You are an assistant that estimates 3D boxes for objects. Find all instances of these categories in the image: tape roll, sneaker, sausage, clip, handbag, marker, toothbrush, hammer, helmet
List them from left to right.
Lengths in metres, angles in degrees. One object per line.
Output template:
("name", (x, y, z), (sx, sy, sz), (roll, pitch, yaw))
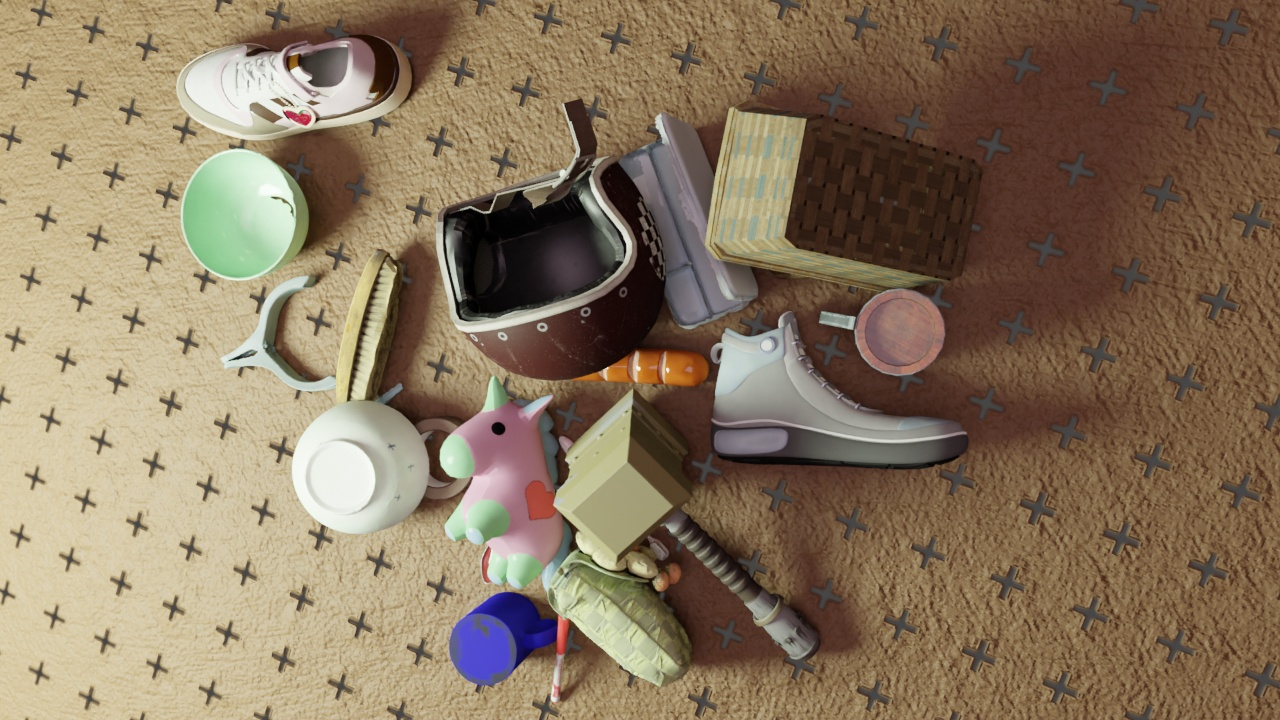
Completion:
("sneaker", (-0.419, -0.319, 1.047), (0.294, 0.116, 0.111), (2, 93, 13))
("clip", (-0.423, -0.045, 1.107), (0.169, 0.031, 0.164), (11, 93, 11))
("tape roll", (-0.231, 0.112, 1.067), (0.094, 0.030, 0.093), (1, 93, 13))
("helmet", (-0.083, -0.107, 0.913), (0.234, 0.233, 0.253), (-11, 105, 23))
("marker", (-0.090, 0.334, 1.024), (0.013, 0.012, 0.142), (15, 122, 12))
("toothbrush", (-0.032, 0.153, 1.030), (0.016, 0.018, 0.181), (-43, 82, 8))
("handbag", (-0.007, 0.256, 0.984), (0.186, 0.113, 0.117), (42, 98, 5))
("sausage", (-0.006, 0.006, 1.002), (0.164, 0.044, 0.039), (3, 103, 16))
("hammer", (0.068, 0.196, 0.951), (0.101, 0.190, 0.325), (-43, 100, 11))
("sneaker", (0.194, 0.029, 0.929), (0.257, 0.093, 0.160), (-2, 82, 24))

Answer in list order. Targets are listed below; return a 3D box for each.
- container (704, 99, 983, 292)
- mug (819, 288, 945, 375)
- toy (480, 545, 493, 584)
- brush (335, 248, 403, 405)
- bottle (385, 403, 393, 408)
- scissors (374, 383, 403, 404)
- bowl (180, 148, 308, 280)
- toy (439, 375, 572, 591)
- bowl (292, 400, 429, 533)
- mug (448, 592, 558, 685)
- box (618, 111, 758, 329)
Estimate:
("container", (0.181, -0.154, 0.896), (0.249, 0.186, 0.157), (8, 95, -25))
("mug", (0.236, -0.032, 0.912), (0.117, 0.111, 0.081), (12, 95, 12))
("toy", (-0.166, 0.197, 1.056), (0.049, 0.030, 0.111), (-7, 89, -14))
("brush", (-0.314, -0.032, 1.066), (0.043, 0.059, 0.195), (15, 95, 1))
("bottle", (-0.312, 0.113, 1.081), (0.040, 0.040, 0.130), (18, 96, 12))
("scissors", (-0.336, 0.070, 1.102), (0.136, 0.015, 0.055), (-37, 86, 6))
("bowl", (-0.453, -0.168, 1.082), (0.151, 0.077, 0.151), (1, 93, 13))
("toy", (-0.133, 0.142, 1.009), (0.120, 0.170, 0.222), (-6, 128, 49))
("bowl", (-0.321, 0.124, 1.025), (0.153, 0.073, 0.153), (0, 94, 5))
("mug", (-0.146, 0.309, 1.029), (0.111, 0.083, 0.079), (-7, 91, 13))
("box", (0.038, -0.142, 0.967), (0.106, 0.129, 0.210), (-23, 81, 22))
